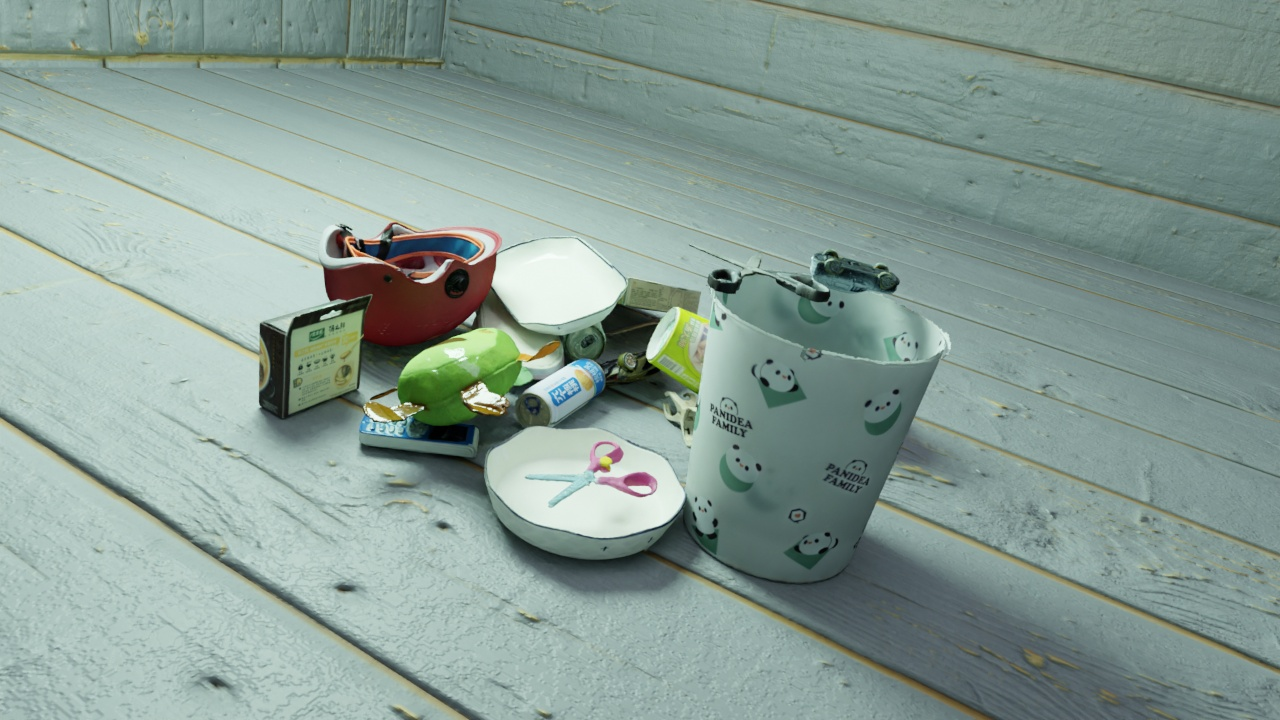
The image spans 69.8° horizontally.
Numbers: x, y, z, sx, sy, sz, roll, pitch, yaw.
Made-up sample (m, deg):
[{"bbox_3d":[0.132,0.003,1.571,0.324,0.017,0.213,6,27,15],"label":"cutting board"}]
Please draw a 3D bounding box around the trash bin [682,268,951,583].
[{"bbox_3d":[0.155,0.066,0.914,0.229,0.252,0.229,10,23,-4],"label":"trash bin"}]

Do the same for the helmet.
[{"bbox_3d":[-0.300,-0.098,1.213,0.239,0.144,0.207,-12,28,-36],"label":"helmet"}]

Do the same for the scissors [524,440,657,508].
[{"bbox_3d":[-0.042,0.118,0.894,0.118,0.017,0.133,27,31,22],"label":"scissors"}]

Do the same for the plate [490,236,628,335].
[{"bbox_3d":[-0.120,-0.103,1.263,0.161,0.034,0.265,-22,35,-17],"label":"plate"}]

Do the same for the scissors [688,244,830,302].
[{"bbox_3d":[0.106,-0.090,0.916,0.159,0.014,0.178,-11,28,-44],"label":"scissors"}]

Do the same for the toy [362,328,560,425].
[{"bbox_3d":[-0.196,0.018,1.009,0.227,0.090,0.246,-11,12,8],"label":"toy"}]

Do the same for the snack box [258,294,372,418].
[{"bbox_3d":[-0.360,-0.012,1.016,0.053,0.126,0.113,22,26,23],"label":"snack box"}]

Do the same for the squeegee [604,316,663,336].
[{"bbox_3d":[0.102,-0.028,1.381,0.250,0.040,0.247,26,26,29],"label":"squeegee"}]

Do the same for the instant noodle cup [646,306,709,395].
[{"bbox_3d":[0.078,-0.008,1.181,0.123,0.112,0.111,28,20,-14],"label":"instant noodle cup"}]

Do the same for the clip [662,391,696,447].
[{"bbox_3d":[0.057,0.067,1.139,0.034,0.070,0.100,5,17,-18],"label":"clip"}]

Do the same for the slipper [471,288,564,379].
[{"bbox_3d":[-0.174,-0.037,1.251,0.114,0.054,0.274,1,28,-23],"label":"slipper"}]

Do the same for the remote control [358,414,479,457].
[{"bbox_3d":[-0.237,0.081,0.988,0.125,0.024,0.049,7,23,-7],"label":"remote control"}]

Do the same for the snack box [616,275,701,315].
[{"bbox_3d":[-0.032,-0.107,1.397,0.183,0.046,0.177,14,6,37],"label":"snack box"}]

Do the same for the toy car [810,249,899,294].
[{"bbox_3d":[0.215,-0.086,0.923,0.090,0.034,0.042,13,20,1],"label":"toy car"}]

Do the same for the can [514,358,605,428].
[{"bbox_3d":[-0.095,0.041,1.108,0.053,0.053,0.134,20,25,19],"label":"can"}]

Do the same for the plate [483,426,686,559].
[{"bbox_3d":[-0.058,0.133,0.926,0.205,0.046,0.204,10,23,-5],"label":"plate"}]

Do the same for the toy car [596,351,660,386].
[{"bbox_3d":[-0.007,0.007,1.224,0.070,0.042,0.157,-16,1,42],"label":"toy car"}]

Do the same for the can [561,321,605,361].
[{"bbox_3d":[-0.082,-0.042,1.278,0.058,0.058,0.146,7,15,-10],"label":"can"}]
